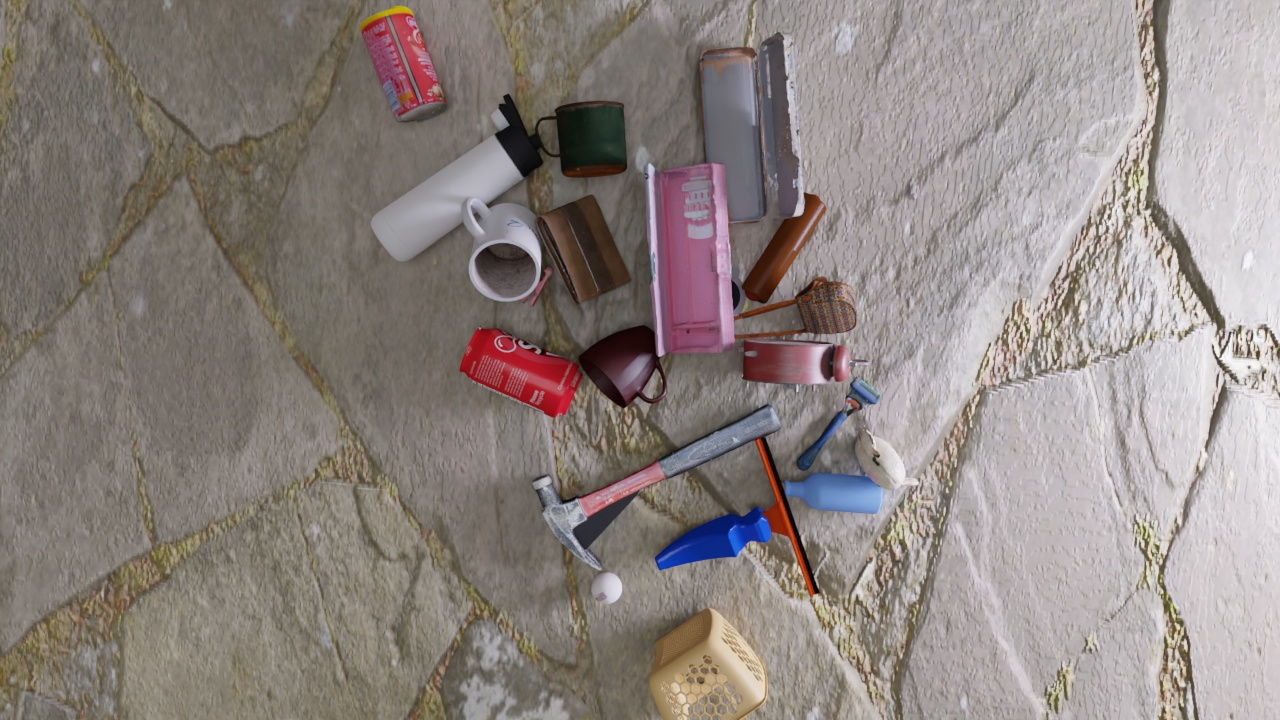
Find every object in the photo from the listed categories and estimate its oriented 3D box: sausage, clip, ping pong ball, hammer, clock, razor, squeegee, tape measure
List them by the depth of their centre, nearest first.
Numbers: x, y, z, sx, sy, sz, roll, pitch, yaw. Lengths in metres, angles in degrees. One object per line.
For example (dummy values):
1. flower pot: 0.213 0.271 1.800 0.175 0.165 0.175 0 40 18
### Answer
1. clock: 0.201 0.008 1.133 0.157 0.110 0.062 1 94 0
2. sausage: 0.180 -0.141 1.151 0.040 0.040 0.155 33 89 -3
3. clip: -0.129 -0.097 1.168 0.044 0.023 0.060 2 90 1
4. tape measure: 0.103 -0.086 1.170 0.064 0.016 0.065 -7 95 1
5. squeegee: 0.107 0.228 1.181 0.185 0.055 0.249 -21 112 2
6. hammer: 0.032 0.150 1.185 0.326 0.036 0.140 -26 93 2
7. razor: 0.249 0.086 1.187 0.044 0.018 0.141 39 97 -4
8. ping pong ball: -0.044 0.296 1.193 0.040 0.040 0.040 0 95 0

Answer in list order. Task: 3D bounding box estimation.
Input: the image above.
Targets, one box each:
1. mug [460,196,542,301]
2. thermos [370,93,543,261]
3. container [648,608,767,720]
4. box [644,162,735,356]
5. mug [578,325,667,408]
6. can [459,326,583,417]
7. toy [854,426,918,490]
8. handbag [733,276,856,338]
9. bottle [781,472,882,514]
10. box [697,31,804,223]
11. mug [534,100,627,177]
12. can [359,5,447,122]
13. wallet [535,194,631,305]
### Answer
1. mug: -0.172 -0.144 1.101 0.083 0.096 0.119 -32 121 18
2. thermos: -0.230 -0.224 1.135 0.230 0.068 0.101 -34 82 2
3. container: 0.097 0.414 1.135 0.129 0.183 0.167 -35 87 2
4. box: 0.043 -0.120 1.109 0.100 0.106 0.232 1 96 41
5. mug: -0.007 0.007 1.144 0.088 0.087 0.114 -43 66 -14
6. can: -0.148 0.014 1.149 0.142 0.074 0.074 24 95 -3
7. toy: 0.302 0.125 1.156 0.112 0.087 0.050 30 111 -31
8. handbag: 0.172 -0.056 1.152 0.196 0.093 0.043 -11 64 14
9. bottle: 0.240 0.169 1.179 0.131 0.048 0.048 4 95 -1
10. box: 0.133 -0.277 1.114 0.115 0.095 0.217 -5 95 4
11. mug: -0.072 -0.266 1.116 0.111 0.085 0.081 -6 97 -16
12. can: -0.289 -0.358 1.118 0.067 0.066 0.124 -20 95 1
13. wallet: -0.069 -0.137 1.134 0.027 0.098 0.121 -20 97 47
